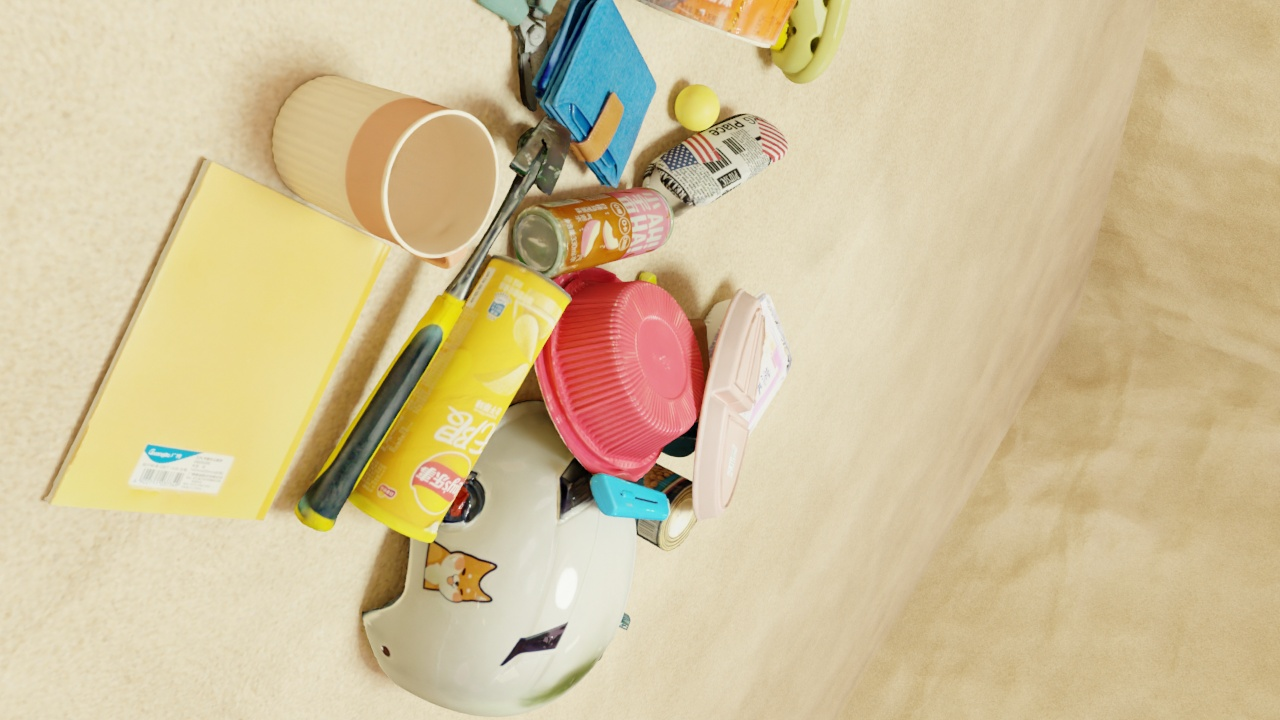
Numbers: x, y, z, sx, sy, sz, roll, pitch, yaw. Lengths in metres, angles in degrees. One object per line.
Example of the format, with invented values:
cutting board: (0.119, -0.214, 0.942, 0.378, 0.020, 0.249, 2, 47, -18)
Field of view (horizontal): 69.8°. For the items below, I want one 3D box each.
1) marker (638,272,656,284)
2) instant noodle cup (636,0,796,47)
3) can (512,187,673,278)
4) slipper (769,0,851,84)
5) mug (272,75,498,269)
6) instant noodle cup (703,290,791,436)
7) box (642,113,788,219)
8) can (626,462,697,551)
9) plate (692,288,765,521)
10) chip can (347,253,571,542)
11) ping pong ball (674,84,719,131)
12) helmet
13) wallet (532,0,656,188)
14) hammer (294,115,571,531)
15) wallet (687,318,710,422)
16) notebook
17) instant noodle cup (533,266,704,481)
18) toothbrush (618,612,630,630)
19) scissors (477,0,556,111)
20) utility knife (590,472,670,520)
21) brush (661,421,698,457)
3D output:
marker: (0.009, -0.037, 0.919, 0.018, 0.015, 0.124, -38, 144, -31)
instant noodle cup: (0.064, -0.309, 0.687, 0.151, 0.151, 0.112, -15, 132, -53)
can: (-0.036, -0.107, 0.754, 0.147, 0.058, 0.058, -22, 129, -49)
slipper: (0.153, -0.360, 0.859, 0.081, 0.091, 0.191, 4, 125, -16)
mug: (-0.144, -0.105, 0.540, 0.081, 0.106, 0.115, -50, 147, -24)
instant noodle cup: (0.106, 0.005, 1.054, 0.137, 0.060, 0.173, -56, 150, -15)
box: (0.074, -0.181, 0.844, 0.162, 0.088, 0.076, -34, 123, -37)
can: (0.000, 0.137, 0.934, 0.075, 0.111, 0.075, -36, 139, -40)
plate: (0.089, 0.045, 0.892, 0.229, 0.028, 0.229, 12, 89, -78)
chip can: (-0.134, 0.026, 0.688, 0.213, 0.072, 0.072, -61, 149, -8)
ping pong ball: (0.051, -0.226, 0.819, 0.040, 0.040, 0.040, -36, 139, -40)
helmet: (-0.090, 0.186, 0.786, 0.274, 0.157, 0.230, -61, 150, -8)
wallet: (-0.030, -0.206, 0.700, 0.106, 0.040, 0.133, -68, 156, -9)
hammer: (-0.141, -0.026, 0.629, 0.032, 0.126, 0.323, 32, 90, -15)
wallet: (0.018, 0.014, 0.896, 0.131, 0.031, 0.108, -5, 88, -42)
notebook: (-0.244, -0.001, 0.556, 0.145, 0.010, 0.206, 24, 91, -60)
instant noodle cup: (-0.005, 0.005, 0.784, 0.193, 0.066, 0.193, 27, 56, -49)
toothbrush: (-0.034, 0.220, 0.910, 0.018, 0.191, 0.016, 31, 94, -15)
scissors: (-0.089, -0.244, 0.611, 0.129, 0.019, 0.185, -19, 125, -51)
utility knife: (-0.002, 0.120, 0.783, 0.018, 0.034, 0.159, -22, 161, 16)
brush: (0.022, 0.072, 0.960, 0.055, 0.073, 0.143, -58, 151, 11)
